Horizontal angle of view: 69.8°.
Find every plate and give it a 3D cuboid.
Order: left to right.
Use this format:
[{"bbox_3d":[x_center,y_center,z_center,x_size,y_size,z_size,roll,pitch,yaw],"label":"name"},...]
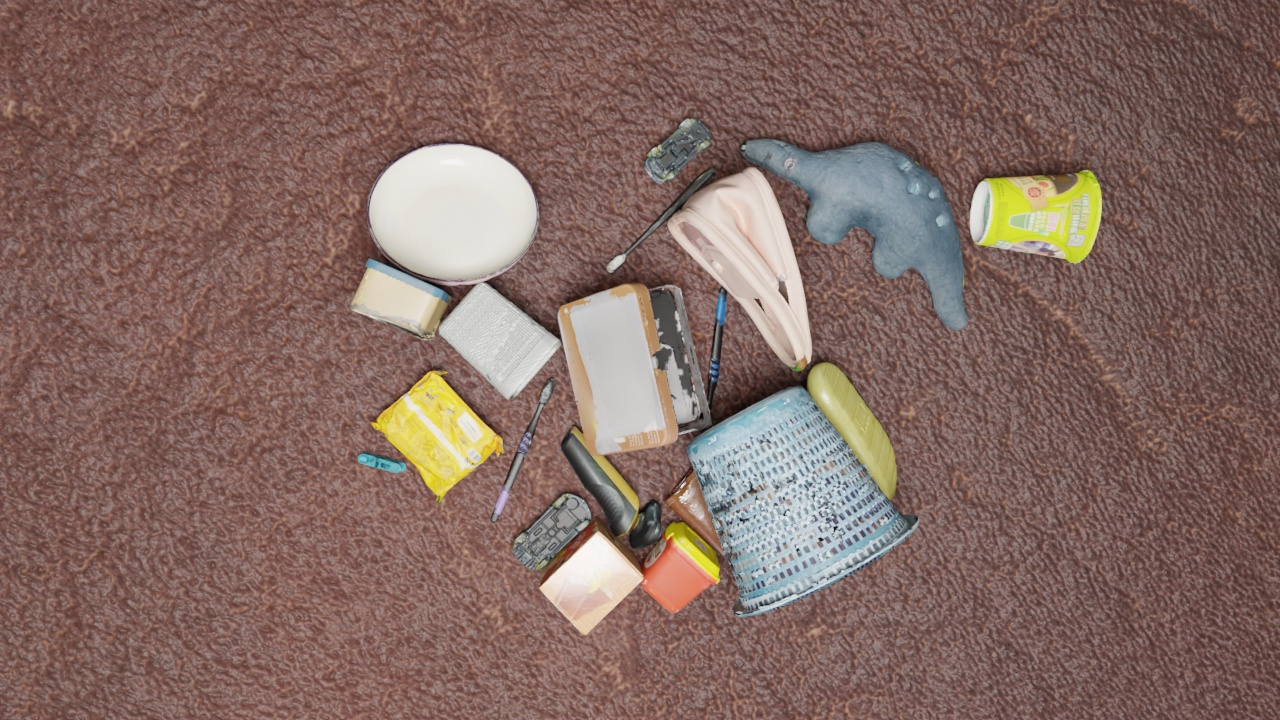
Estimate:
[{"bbox_3d":[-0.213,-0.163,1.054,0.192,0.039,0.192,4,63,-8],"label":"plate"}]

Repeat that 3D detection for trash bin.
[{"bbox_3d":[0.160,0.143,1.017,0.226,0.227,0.195,-27,82,-4],"label":"trash bin"}]

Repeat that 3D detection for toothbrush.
[{"bbox_3d":[-0.142,0.109,1.103,0.014,0.017,0.189,23,91,-5],"label":"toothbrush"},{"bbox_3d":[0.026,-0.171,1.112,0.181,0.018,0.015,-44,91,-4],"label":"toothbrush"},{"bbox_3d":[0.092,0.002,1.121,0.014,0.016,0.189,7,89,-10],"label":"toothbrush"}]

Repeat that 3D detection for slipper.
[{"bbox_3d":[0.243,0.091,1.111,0.082,0.091,0.190,-24,105,35],"label":"slipper"}]

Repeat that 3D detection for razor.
[{"bbox_3d":[-0.036,0.150,1.099,0.067,0.062,0.167,-38,88,-34],"label":"razor"}]

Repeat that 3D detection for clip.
[{"bbox_3d":[-0.306,0.121,1.086,0.056,0.040,0.014,16,88,2],"label":"clip"}]

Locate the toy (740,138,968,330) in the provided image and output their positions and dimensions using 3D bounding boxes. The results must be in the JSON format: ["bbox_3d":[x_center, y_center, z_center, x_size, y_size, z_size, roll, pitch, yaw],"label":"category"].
[{"bbox_3d":[0.286,-0.183,1.105,0.356,0.091,0.138,35,115,-3],"label":"toy"}]

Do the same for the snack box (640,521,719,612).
[{"bbox_3d":[0.045,0.247,1.086,0.082,0.091,0.080,42,94,-4],"label":"snack box"}]

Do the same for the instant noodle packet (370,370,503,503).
[{"bbox_3d":[-0.235,0.088,1.080,0.111,0.044,0.128,-41,90,3],"label":"instant noodle packet"}]

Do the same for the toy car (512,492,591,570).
[{"bbox_3d":[-0.105,0.203,1.099,0.105,0.031,0.049,-43,95,-2],"label":"toy car"}]

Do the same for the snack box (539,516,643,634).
[{"bbox_3d":[-0.059,0.249,1.073,0.094,0.093,0.077,-44,94,-3],"label":"snack box"}]

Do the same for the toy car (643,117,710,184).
[{"bbox_3d":[0.044,-0.251,1.103,0.090,0.034,0.043,-44,92,-5],"label":"toy car"}]

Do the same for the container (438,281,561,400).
[{"bbox_3d":[-0.164,-0.025,1.063,0.114,0.090,0.090,41,87,-2],"label":"container"}]

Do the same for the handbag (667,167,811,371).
[{"bbox_3d":[0.130,-0.093,1.039,0.093,0.193,0.234,-32,98,-2],"label":"handbag"}]

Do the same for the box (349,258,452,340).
[{"bbox_3d":[-0.260,-0.064,1.006,0.090,0.184,0.061,24,86,-10],"label":"box"}]

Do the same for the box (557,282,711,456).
[{"bbox_3d":[-0.007,0.006,1.031,0.152,0.178,0.182,-14,92,-6],"label":"box"}]

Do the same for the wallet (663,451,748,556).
[{"bbox_3d":[0.104,0.159,1.117,0.101,0.032,0.124,42,85,-5],"label":"wallet"}]

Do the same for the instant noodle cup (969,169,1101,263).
[{"bbox_3d":[0.471,-0.177,1.109,0.123,0.111,0.111,3,91,2],"label":"instant noodle cup"}]
